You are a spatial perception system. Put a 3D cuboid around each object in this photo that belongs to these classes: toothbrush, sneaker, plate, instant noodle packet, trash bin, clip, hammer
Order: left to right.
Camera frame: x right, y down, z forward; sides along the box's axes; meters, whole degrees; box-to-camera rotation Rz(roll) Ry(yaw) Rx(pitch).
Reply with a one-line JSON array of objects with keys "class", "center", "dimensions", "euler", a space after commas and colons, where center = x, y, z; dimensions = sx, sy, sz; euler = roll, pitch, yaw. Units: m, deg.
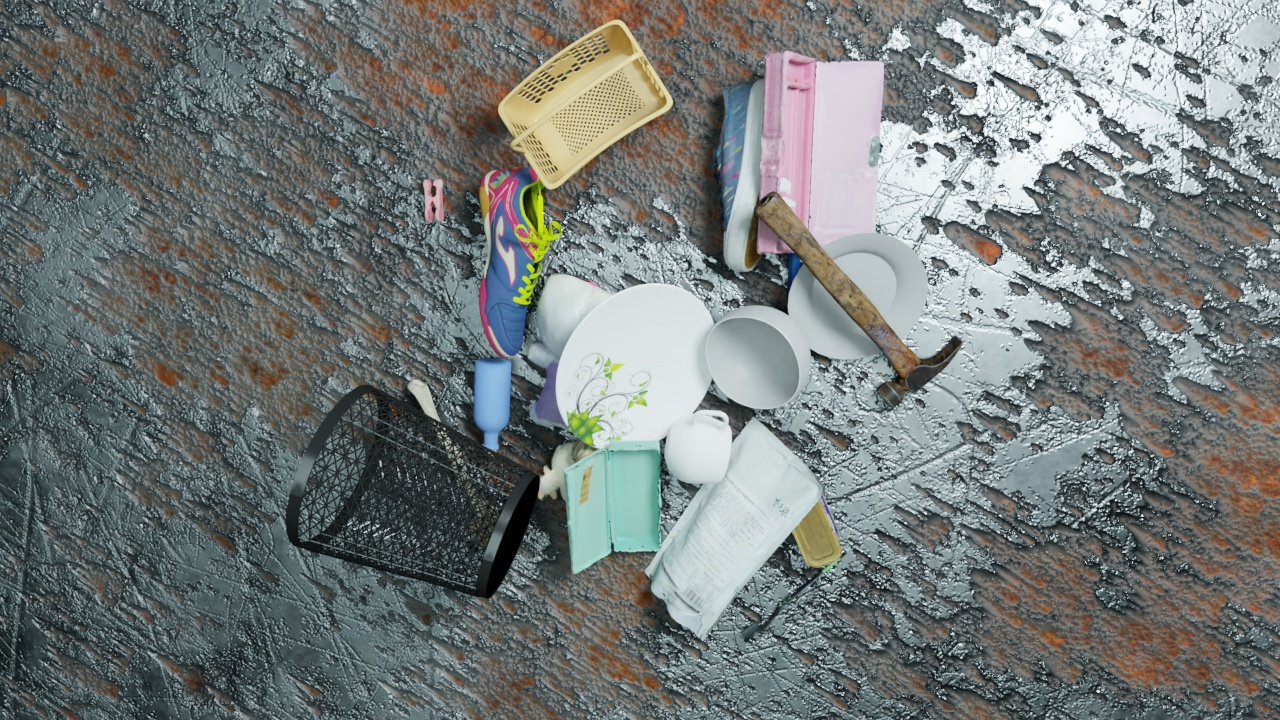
[{"class": "trash bin", "center": [-0.269, 0.174, 1.142], "dimensions": [0.243, 0.216, 0.217], "euler": [20, 101, 6]}, {"class": "clip", "center": [-0.281, -0.212, 1.217], "dimensions": [0.041, 0.023, 0.059], "euler": [7, 95, 12]}, {"class": "sneaker", "center": [-0.154, -0.124, 1.163], "dimensions": [0.091, 0.116, 0.242], "euler": [0, 93, 18]}, {"class": "plate", "center": [-0.007, 0.007, 1.157], "dimensions": [0.229, 0.030, 0.230], "euler": [-14, 120, -25]}, {"class": "instant noodle packet", "center": [0.117, 0.222, 1.198], "dimensions": [0.147, 0.057, 0.269], "euler": [45, 107, 36]}, {"class": "sneaker", "center": [0.124, -0.228, 1.134], "dimensions": [0.079, 0.087, 0.235], "euler": [10, 96, 26]}, {"class": "toothbrush", "center": [0.205, 0.317, 1.237], "dimensions": [0.188, 0.014, 0.017], "euler": [-45, 83, 12]}, {"class": "toothbrush", "center": [0.195, -0.165, 1.156], "dimensions": [0.016, 0.017, 0.190], "euler": [1, 99, 4]}, {"class": "hammer", "center": [0.255, -0.083, 1.095], "dimensions": [0.120, 0.033, 0.330], "euler": [-42, 115, 10]}, {"class": "plate", "center": [0.268, -0.081, 1.138], "dimensions": [0.173, 0.019, 0.173], "euler": [-2, 120, -3]}]

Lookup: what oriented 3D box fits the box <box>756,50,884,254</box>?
[{"class": "box", "center": [0.207, -0.245, 1.107], "dimensions": [0.172, 0.075, 0.233], "euler": [-3, 102, -27]}]

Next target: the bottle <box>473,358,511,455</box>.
[{"class": "bottle", "center": [-0.200, 0.065, 1.236], "dimensions": [0.048, 0.048, 0.131], "euler": [5, 100, 7]}]

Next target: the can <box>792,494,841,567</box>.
[{"class": "can", "center": [0.224, 0.214, 1.194], "dimensions": [0.054, 0.059, 0.100], "euler": [-23, 96, 11]}]

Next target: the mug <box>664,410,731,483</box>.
[{"class": "mug", "center": [0.075, 0.103, 1.171], "dimensions": [0.076, 0.090, 0.124], "euler": [10, 137, -5]}]

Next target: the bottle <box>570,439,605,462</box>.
[{"class": "bottle", "center": [-0.040, 0.140, 1.211], "dimensions": [0.110, 0.042, 0.043], "euler": [33, 103, -21]}]

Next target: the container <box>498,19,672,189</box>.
[{"class": "container", "center": [-0.067, -0.305, 1.094], "dimensions": [0.183, 0.166, 0.129], "euler": [-32, 94, 12]}]

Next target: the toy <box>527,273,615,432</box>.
[{"class": "toy", "center": [-0.084, -0.004, 1.192], "dimensions": [0.138, 0.085, 0.209], "euler": [11, 106, 7]}]

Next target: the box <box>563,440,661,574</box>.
[{"class": "box", "center": [-0.036, 0.189, 1.188], "dimensions": [0.138, 0.056, 0.187], "euler": [-9, 126, -13]}]

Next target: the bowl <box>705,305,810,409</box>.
[{"class": "bowl", "center": [0.153, -0.010, 1.152], "dimensions": [0.132, 0.064, 0.132], "euler": [18, 126, 26]}]

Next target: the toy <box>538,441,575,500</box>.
[{"class": "toy", "center": [-0.091, 0.153, 1.232], "dimensions": [0.112, 0.050, 0.087], "euler": [-15, 98, -12]}]

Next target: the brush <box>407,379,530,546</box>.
[{"class": "brush", "center": [-0.245, 0.145, 1.257], "dimensions": [0.077, 0.062, 0.272], "euler": [-32, 90, 7]}]
